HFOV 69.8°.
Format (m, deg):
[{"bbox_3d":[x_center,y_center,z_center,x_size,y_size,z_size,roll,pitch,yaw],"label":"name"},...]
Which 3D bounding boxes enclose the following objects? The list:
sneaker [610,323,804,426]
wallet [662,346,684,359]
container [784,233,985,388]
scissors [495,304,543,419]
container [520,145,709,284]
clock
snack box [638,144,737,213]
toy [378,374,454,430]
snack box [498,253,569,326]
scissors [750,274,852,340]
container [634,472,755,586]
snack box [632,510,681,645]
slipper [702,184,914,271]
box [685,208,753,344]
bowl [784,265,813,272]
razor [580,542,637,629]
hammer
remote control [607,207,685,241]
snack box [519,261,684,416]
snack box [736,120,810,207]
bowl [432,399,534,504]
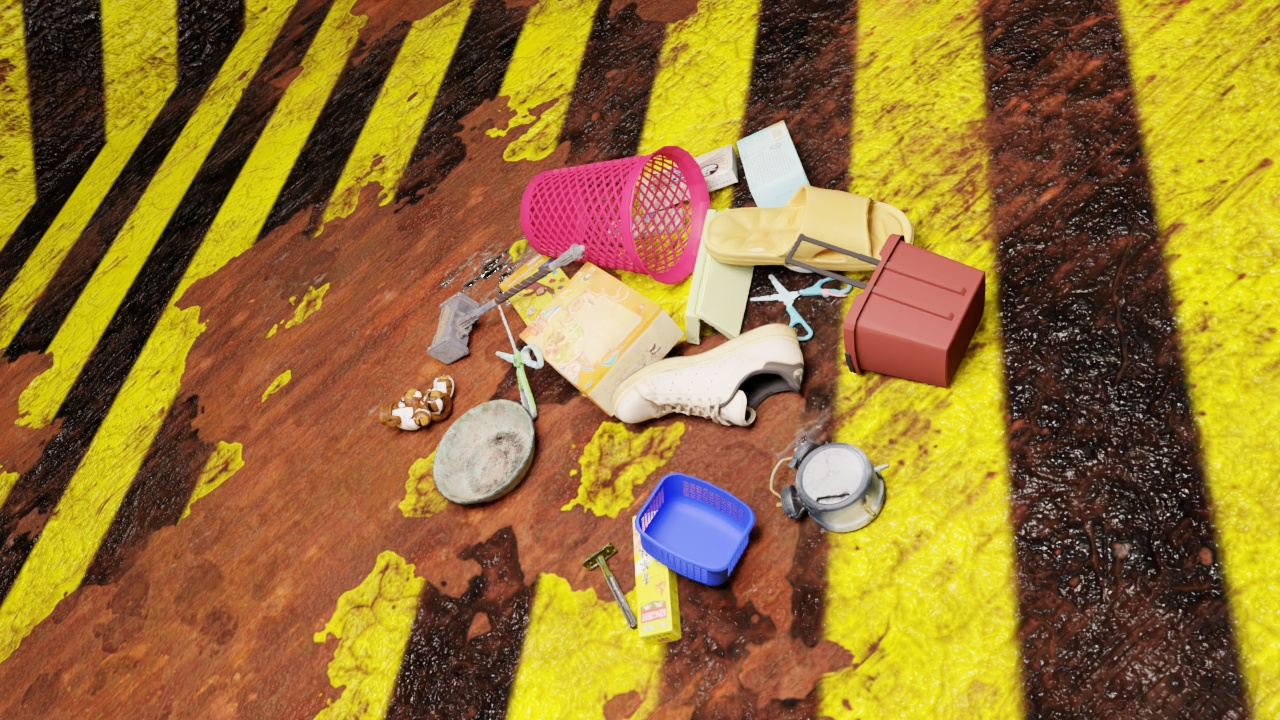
[{"bbox_3d":[0.086,0.043,1.105,0.242,0.089,0.102,-21,56,9],"label":"sneaker"},{"bbox_3d":[-0.007,0.007,1.228,0.116,0.018,0.091,26,72,44],"label":"wallet"},{"bbox_3d":[0.271,-0.065,1.042,0.201,0.127,0.147,21,68,28],"label":"container"},{"bbox_3d":[-0.166,-0.003,1.260,0.023,0.169,0.171,-16,77,-23],"label":"scissors"},{"bbox_3d":[-0.046,-0.207,1.299,0.226,0.183,0.182,8,61,37],"label":"container"},{"bbox_3d":[0.200,0.133,0.987,0.130,0.052,0.090,2,58,37],"label":"clock"},{"bbox_3d":[0.071,-0.271,1.373,0.150,0.026,0.081,-17,37,19],"label":"snack box"},{"bbox_3d":[-0.325,0.068,1.331,0.113,0.067,0.087,-7,27,10],"label":"toy"},{"bbox_3d":[-0.144,-0.096,1.366,0.088,0.040,0.126,-38,46,-1],"label":"snack box"},{"bbox_3d":[0.199,-0.068,1.169,0.136,0.015,0.125,-6,52,34],"label":"scissors"},{"bbox_3d":[0.059,0.186,0.999,0.114,0.058,0.096,24,57,21],"label":"container"},{"bbox_3d":[0.017,0.240,1.024,0.040,0.029,0.147,-18,49,18],"label":"snack box"},{"bbox_3d":[0.202,-0.170,1.136,0.264,0.078,0.099,1,54,22],"label":"slipper"},{"bbox_3d":[0.099,-0.116,1.220,0.089,0.078,0.187,-2,55,28],"label":"box"},{"bbox_3d":[0.225,-0.150,1.193,0.110,0.040,0.109,-13,52,17],"label":"bowl"},{"bbox_3d":[-0.028,0.260,1.043,0.042,0.026,0.106,-34,50,0],"label":"razor"},{"bbox_3d":[-0.190,-0.095,1.318,0.323,0.044,0.098,-26,44,38],"label":"hammer"},{"bbox_3d":[0.008,-0.202,1.375,0.126,0.018,0.038,-7,53,26],"label":"remote control"},{"bbox_3d":[-0.052,-0.028,1.216,0.145,0.080,0.195,-48,39,-5],"label":"snack box"},{"bbox_3d":[0.185,-0.266,1.273,0.075,0.053,0.174,-22,33,13],"label":"snack box"},{"bbox_3d":[-0.202,0.128,1.230,0.158,0.038,0.157,-16,50,19],"label":"bowl"}]
